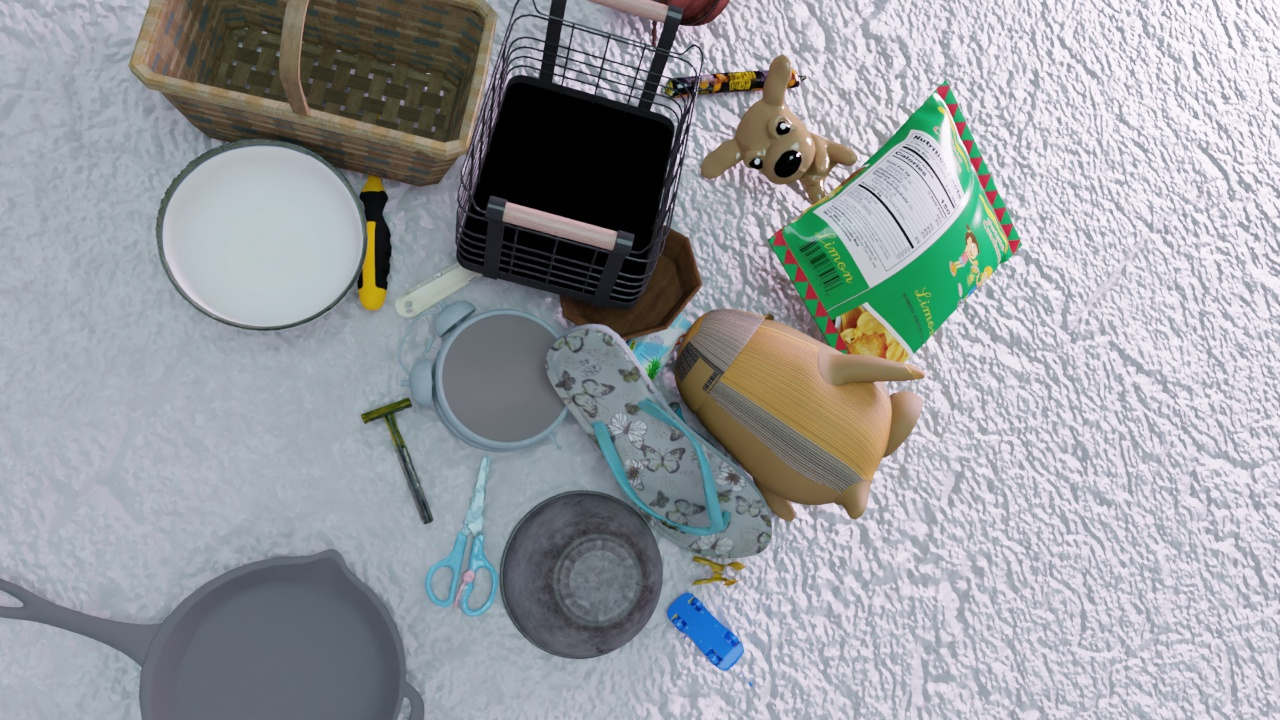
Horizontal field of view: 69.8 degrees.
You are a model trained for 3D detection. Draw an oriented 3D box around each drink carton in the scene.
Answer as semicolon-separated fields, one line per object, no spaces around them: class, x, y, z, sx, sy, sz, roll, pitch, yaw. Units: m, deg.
drink carton;-0.005;0.005;0.824;0.038;0.044;0.128;40;76;-7

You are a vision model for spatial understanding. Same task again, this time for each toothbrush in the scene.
toothbrush;-0.230;-0.139;0.791;0.031;0.031;0.196;-2;78;-1

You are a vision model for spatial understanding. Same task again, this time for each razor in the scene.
razor;-0.197;0.088;0.773;0.042;0.026;0.106;-21;92;-19

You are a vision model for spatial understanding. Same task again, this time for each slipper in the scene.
slipper;0.011;0.088;0.776;0.098;0.054;0.269;-33;109;23

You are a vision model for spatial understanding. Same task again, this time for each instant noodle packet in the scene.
instant noodle packet;0.253;-0.112;0.875;0.252;0.090;0.195;-42;114;-16

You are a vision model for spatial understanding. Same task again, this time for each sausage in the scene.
sausage;0.092;-0.273;0.900;0.155;0.020;0.020;-9;85;-16

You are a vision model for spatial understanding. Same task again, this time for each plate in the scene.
plate;-0.010;-0.068;0.817;0.131;0.025;0.131;-4;63;8

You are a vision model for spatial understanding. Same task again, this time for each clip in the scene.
clip;0.069;0.197;0.823;0.047;0.053;0.039;-1;83;15

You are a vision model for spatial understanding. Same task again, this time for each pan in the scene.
pan;-0.341;0.231;0.711;0.354;0.024;0.216;23;77;-12

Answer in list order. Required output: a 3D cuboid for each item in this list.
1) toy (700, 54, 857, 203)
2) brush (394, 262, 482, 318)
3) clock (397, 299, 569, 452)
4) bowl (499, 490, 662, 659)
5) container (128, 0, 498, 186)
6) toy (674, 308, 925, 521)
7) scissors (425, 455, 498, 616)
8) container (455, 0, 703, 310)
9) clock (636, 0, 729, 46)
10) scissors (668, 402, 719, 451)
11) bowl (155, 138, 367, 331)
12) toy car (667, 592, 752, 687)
toy;0.140;-0.201;0.864;0.108;0.134;0.105;18;35;-29
brush;-0.123;-0.099;0.823;0.217;0.012;0.033;-33;92;-16
clock;-0.129;0.012;0.788;0.159;0.045;0.122;26;76;-12
bowl;-0.042;0.183;0.777;0.145;0.067;0.145;2;82;-15
container;-0.243;-0.247;0.705;0.250;0.187;0.157;12;71;-11
toy;0.125;0.032;0.813;0.203;0.199;0.162;35;33;2
scissors;-0.147;0.147;0.785;0.063;0.015;0.138;9;74;-10
container;-0.050;-0.175;0.759;0.163;0.130;0.240;14;65;-6
clock;0.031;-0.377;0.825;0.072;0.158;0.120;-15;58;-36
scissors;0.037;0.067;0.824;0.137;0.019;0.129;-5;94;-32
bowl;-0.299;-0.093;0.741;0.153;0.073;0.153;2;81;-14
toy car;0.066;0.256;0.827;0.033;0.062;0.092;-42;65;-16
